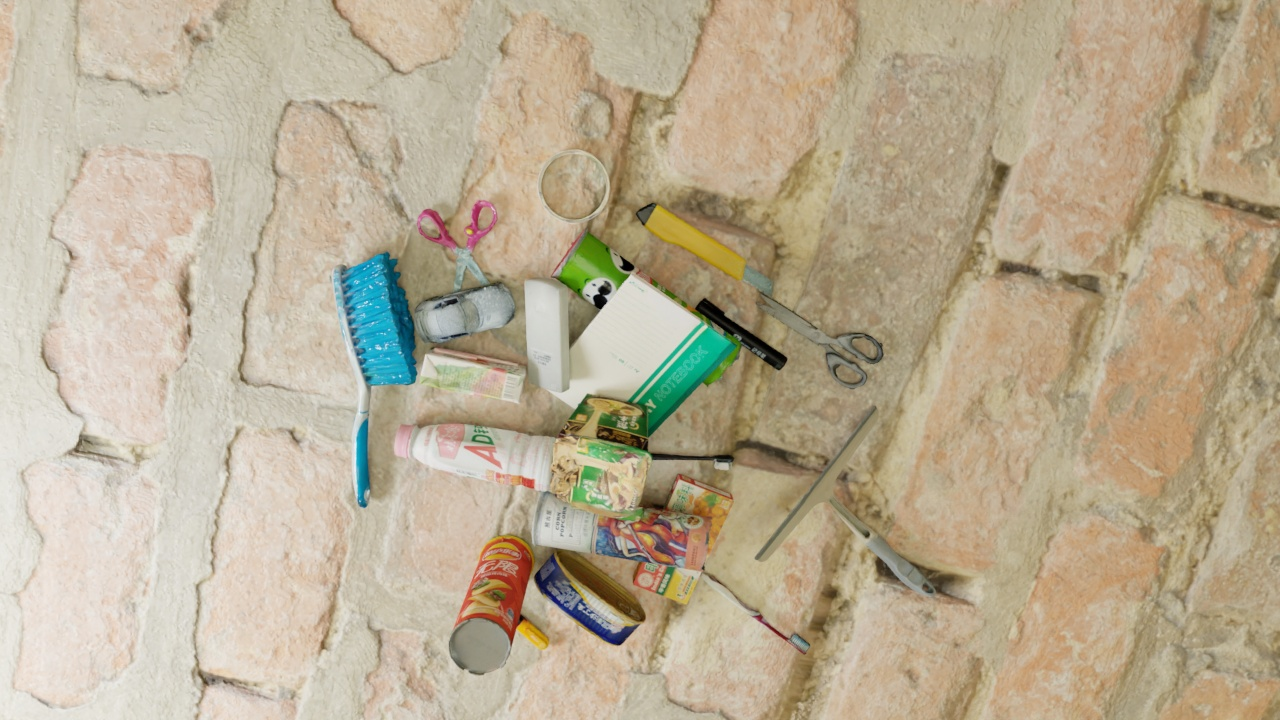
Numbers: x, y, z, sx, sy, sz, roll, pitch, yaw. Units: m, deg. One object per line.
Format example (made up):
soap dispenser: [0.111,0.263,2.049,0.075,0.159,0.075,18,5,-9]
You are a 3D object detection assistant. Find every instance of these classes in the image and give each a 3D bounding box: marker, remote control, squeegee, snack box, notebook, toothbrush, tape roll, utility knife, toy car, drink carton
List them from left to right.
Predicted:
toy car: [-0.210,-0.056,1.097,0.120,0.036,0.054,-15,110,-2]
drink carton: [-0.200,0.016,1.107,0.122,0.053,0.045,13,100,-6]
marker: [-0.167,0.336,1.202,0.124,0.015,0.018,44,93,-9]
remote control: [-0.109,-0.030,1.083,0.056,0.019,0.135,15,116,34]
tape roll: [-0.079,-0.205,1.082,0.086,0.014,0.086,-1,103,-2]
snack box: [-0.038,0.106,1.094,0.117,0.105,0.118,13,129,3]
notebook: [-0.006,0.006,1.089,0.150,0.012,0.210,34,126,-11]
toothbrush: [0.028,0.125,1.162,0.181,0.015,0.018,4,111,-4]
snack box: [0.054,0.230,1.181,0.077,0.027,0.156,22,101,-5]
utility knife: [0.081,-0.131,1.105,0.197,0.015,0.033,30,107,-11]
marker: [0.124,-0.032,1.129,0.132,0.020,0.022,34,70,-8]
toothbrush: [0.153,0.333,1.215,0.187,0.016,0.017,38,90,-10]
squeegee: [0.297,0.227,1.187,0.246,0.039,0.246,43,80,-17]

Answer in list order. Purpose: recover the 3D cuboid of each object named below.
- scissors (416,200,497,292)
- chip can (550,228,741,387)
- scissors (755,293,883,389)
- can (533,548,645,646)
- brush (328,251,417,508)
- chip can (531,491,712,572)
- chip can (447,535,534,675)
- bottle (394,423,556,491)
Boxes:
scissors: [-0.218,-0.131,1.093,0.124,0.017,0.133,15,105,-9]
chip can: [0.009,-0.061,1.091,0.236,0.072,0.072,35,99,-10]
scissors: [0.215,-0.022,1.135,0.173,0.014,0.141,-4,105,-4]
can: [-0.064,0.302,1.169,0.148,0.074,0.049,38,101,-10]
brush: [-0.321,0.030,1.109,0.109,0.060,0.315,-7,106,5]
chip can: [-0.021,0.210,1.132,0.215,0.071,0.071,8,102,6]
chip can: [-0.174,0.283,1.086,0.073,0.216,0.073,0,103,1]
bottle: [-0.200,0.113,1.126,0.197,0.068,0.068,10,102,0]
